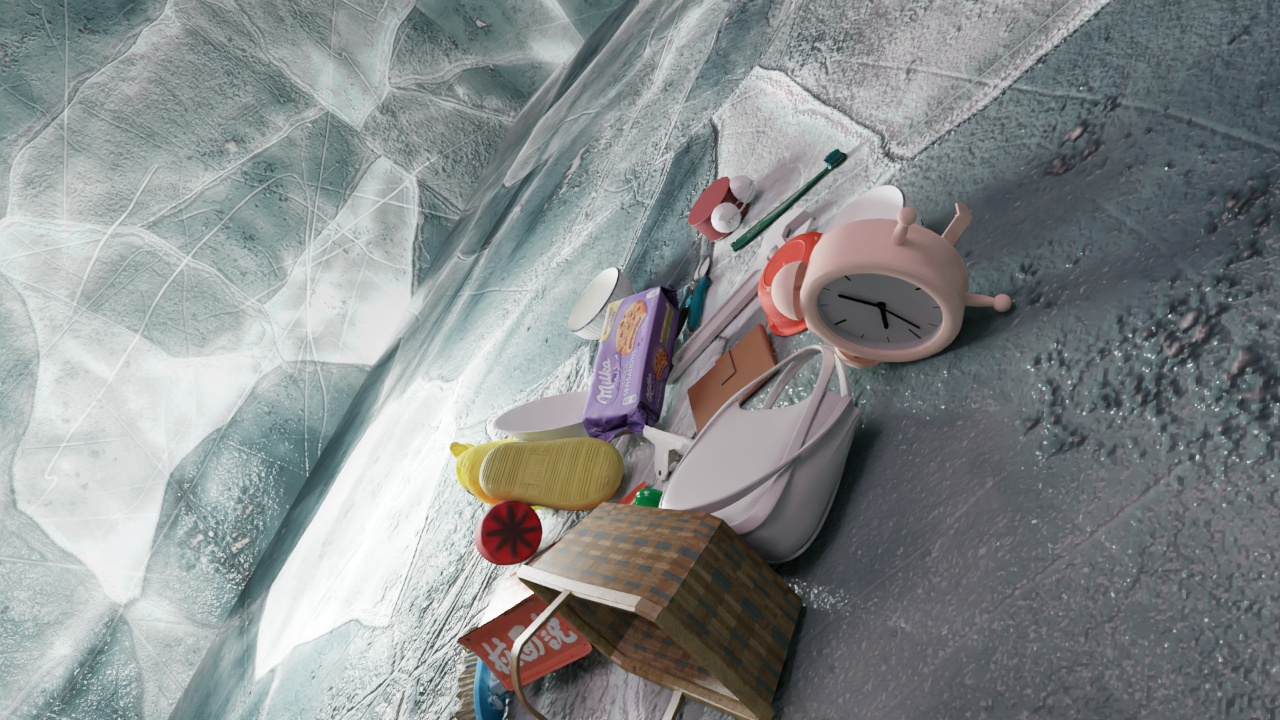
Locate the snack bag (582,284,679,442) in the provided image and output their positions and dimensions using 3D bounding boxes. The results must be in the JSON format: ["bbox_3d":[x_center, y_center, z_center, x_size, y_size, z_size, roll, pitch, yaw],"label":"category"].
[{"bbox_3d":[-0.007,0.007,1.140,0.097,0.058,0.205,-13,53,39],"label":"snack bag"}]

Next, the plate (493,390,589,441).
[{"bbox_3d":[-0.108,0.084,1.235,0.174,0.036,0.174,-10,13,2],"label":"plate"}]

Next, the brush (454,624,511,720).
[{"bbox_3d":[-0.161,0.351,1.019,0.075,0.055,0.135,-24,31,14],"label":"brush"}]

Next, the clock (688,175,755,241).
[{"bbox_3d":[0.114,-0.210,1.268,0.125,0.044,0.087,-5,54,62],"label":"clock"}]

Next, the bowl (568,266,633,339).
[{"bbox_3d":[-0.048,-0.076,1.380,0.118,0.062,0.118,-43,26,26],"label":"bowl"}]

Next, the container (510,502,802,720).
[{"bbox_3d":[-0.008,0.229,0.755,0.186,0.157,0.250,-52,20,-23],"label":"container"}]

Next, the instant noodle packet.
[{"bbox_3d":[-0.078,0.232,1.002,0.165,0.084,0.220,-39,8,39],"label":"instant noodle packet"}]

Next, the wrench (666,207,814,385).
[{"bbox_3d":[0.112,-0.075,1.120,0.274,0.018,0.086,-48,23,20],"label":"wrench"}]

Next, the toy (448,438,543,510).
[{"bbox_3d":[-0.194,0.151,1.253,0.208,0.133,0.092,1,65,61],"label":"toy"}]

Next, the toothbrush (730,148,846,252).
[{"bbox_3d":[0.182,-0.200,1.155,0.190,0.017,0.016,-40,26,32],"label":"toothbrush"}]

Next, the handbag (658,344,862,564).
[{"bbox_3d":[0.106,0.070,0.835,0.216,0.095,0.222,-12,42,56],"label":"handbag"}]

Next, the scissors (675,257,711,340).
[{"bbox_3d":[0.071,-0.081,1.209,0.131,0.019,0.150,-51,21,3],"label":"scissors"}]

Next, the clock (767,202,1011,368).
[{"bbox_3d":[0.203,-0.063,0.769,0.161,0.131,0.086,-32,31,45],"label":"clock"}]

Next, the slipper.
[{"bbox_3d":[-0.105,0.147,1.125,0.191,0.081,0.091,-1,59,22],"label":"slipper"}]

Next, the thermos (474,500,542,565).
[{"bbox_3d":[-0.171,0.220,1.148,0.073,0.073,0.240,-62,5,-18],"label":"thermos"}]

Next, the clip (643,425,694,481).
[{"bbox_3d":[0.037,0.101,1.016,0.057,0.054,0.102,-24,13,-20],"label":"clip"}]

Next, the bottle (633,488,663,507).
[{"bbox_3d":[0.002,0.187,0.938,0.043,0.043,0.110,-28,36,48],"label":"bottle"}]

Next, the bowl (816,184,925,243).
[{"bbox_3d":[0.224,-0.104,0.872,0.114,0.063,0.113,-44,24,26],"label":"bowl"}]

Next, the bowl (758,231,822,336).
[{"bbox_3d":[0.170,-0.092,0.989,0.131,0.045,0.130,-43,25,26],"label":"bowl"}]

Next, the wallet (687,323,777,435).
[{"bbox_3d":[0.100,0.023,1.009,0.121,0.013,0.087,-44,29,24],"label":"wallet"}]
